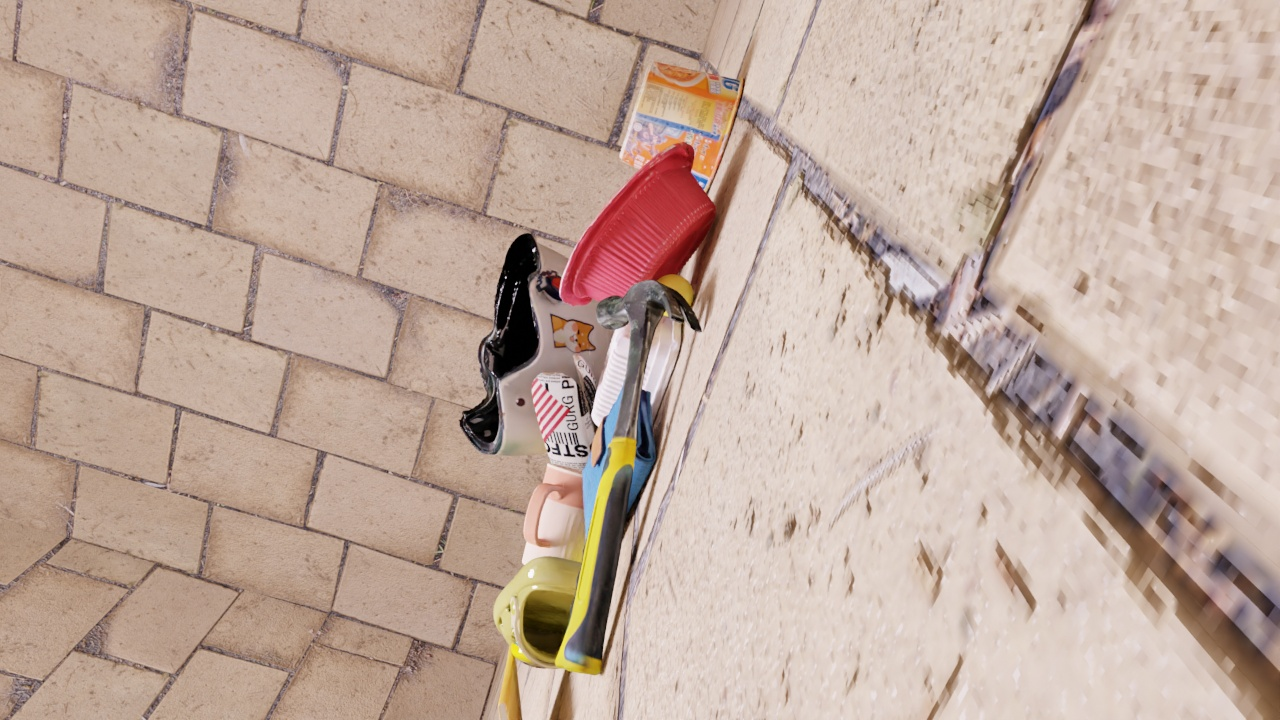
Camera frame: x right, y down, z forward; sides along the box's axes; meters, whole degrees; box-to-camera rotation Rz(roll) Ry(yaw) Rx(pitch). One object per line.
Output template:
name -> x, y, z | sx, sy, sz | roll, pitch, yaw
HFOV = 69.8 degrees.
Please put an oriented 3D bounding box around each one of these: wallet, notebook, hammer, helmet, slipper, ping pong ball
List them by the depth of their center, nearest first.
hammer -> -0.018, 0.085, 0.740 | 0.126, 0.032, 0.322 | -16, 58, 53
wallet -> -0.023, 0.097, 0.836 | 0.106, 0.040, 0.133 | -96, 25, -49
notebook -> -0.117, 0.364, 0.860 | 0.206, 0.010, 0.146 | 148, 116, -83
ping pong ball -> 0.030, -0.061, 0.866 | 0.040, 0.040, 0.040 | -165, 93, -86
slipper -> -0.095, 0.253, 0.884 | 0.191, 0.091, 0.081 | 116, 167, -51
helmet -> -0.110, -0.007, 1.126 | 0.231, 0.156, 0.273 | 139, 143, -57

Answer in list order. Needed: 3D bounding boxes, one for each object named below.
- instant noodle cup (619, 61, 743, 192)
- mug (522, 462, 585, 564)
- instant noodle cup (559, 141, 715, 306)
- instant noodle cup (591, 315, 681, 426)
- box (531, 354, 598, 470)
instant noodle cup -> 0.045, -0.279, 1.092 | 0.151, 0.111, 0.151 | -165, 93, -86
mug -> -0.078, 0.164, 0.935 | 0.114, 0.082, 0.106 | 24, -99, -60
instant noodle cup -> 0.008, -0.114, 0.889 | 0.193, 0.066, 0.194 | -47, -8, -9
instant noodle cup -> -0.006, 0.005, 0.938 | 0.173, 0.060, 0.138 | -79, 7, -66
box -> -0.058, 0.070, 1.015 | 0.087, 0.076, 0.163 | -45, -51, -49
